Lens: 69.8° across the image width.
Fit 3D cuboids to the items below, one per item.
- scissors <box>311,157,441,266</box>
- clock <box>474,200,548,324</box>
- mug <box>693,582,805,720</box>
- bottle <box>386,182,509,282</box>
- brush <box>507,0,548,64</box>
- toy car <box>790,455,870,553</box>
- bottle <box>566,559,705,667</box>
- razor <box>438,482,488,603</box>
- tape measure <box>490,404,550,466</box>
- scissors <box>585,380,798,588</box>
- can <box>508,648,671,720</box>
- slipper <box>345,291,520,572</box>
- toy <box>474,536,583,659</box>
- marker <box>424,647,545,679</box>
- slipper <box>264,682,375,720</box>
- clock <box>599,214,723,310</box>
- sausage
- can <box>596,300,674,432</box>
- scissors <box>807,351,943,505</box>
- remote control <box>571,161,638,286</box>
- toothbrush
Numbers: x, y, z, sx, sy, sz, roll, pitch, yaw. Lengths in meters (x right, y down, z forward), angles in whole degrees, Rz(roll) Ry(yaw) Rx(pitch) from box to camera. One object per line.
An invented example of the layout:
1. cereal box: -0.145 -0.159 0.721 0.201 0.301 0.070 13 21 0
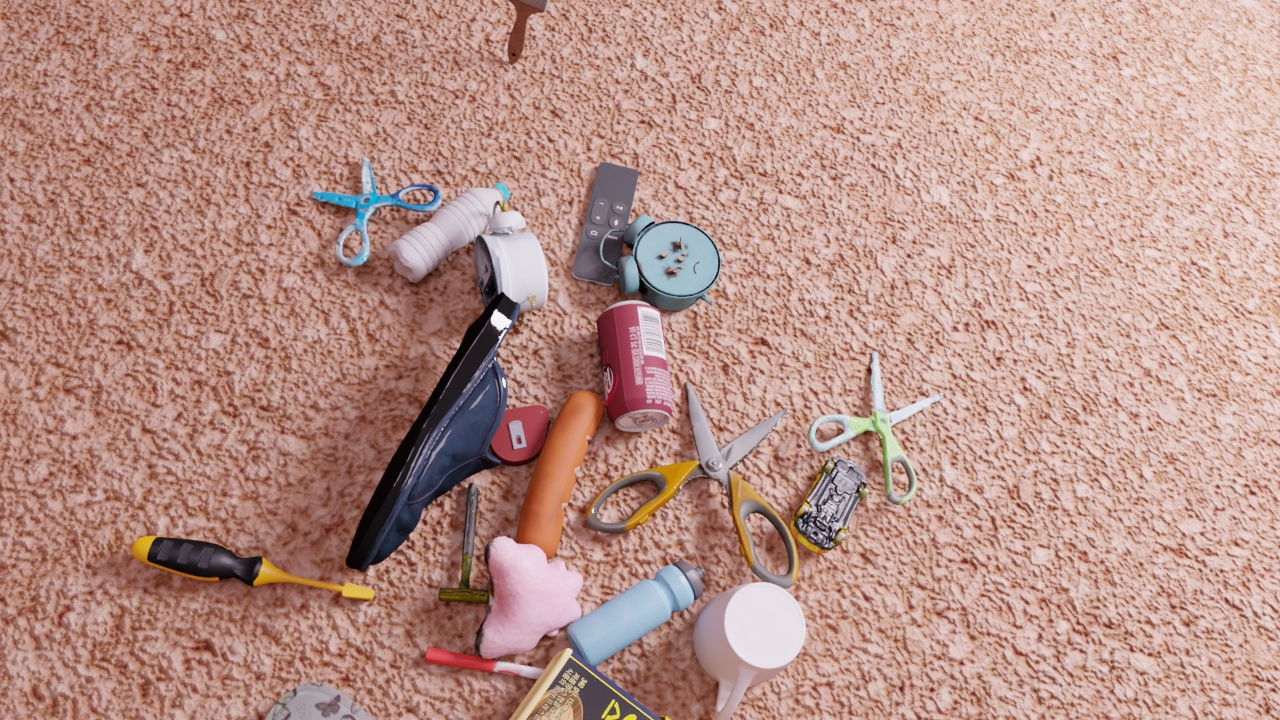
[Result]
1. scissors: -0.260 -0.153 0.912 0.140 0.011 0.134 -11 60 -1
2. clock: -0.129 -0.096 0.879 0.057 0.083 0.117 -11 79 -20
3. mug: 0.087 0.242 0.760 0.081 0.088 0.114 21 64 1
4. bottle: -0.185 -0.132 0.908 0.044 0.044 0.136 43 67 11
5. brush: -0.126 -0.360 0.966 0.045 0.143 0.008 18 65 -10
6. toy car: 0.177 0.133 0.855 0.049 0.030 0.106 36 52 8
7. bottle: 0.001 0.213 0.786 0.129 0.040 0.040 -27 73 -20
8. razor: -0.149 0.157 0.798 0.042 0.026 0.105 3 61 -6
9. tape measure: -0.109 0.069 0.844 0.059 0.019 0.051 -10 68 -13
10. scissors: 0.066 0.119 0.837 0.225 0.016 0.230 -31 62 -18
11. can: -0.056 0.307 0.708 0.104 0.075 0.135 37 67 2
12. slipper: -0.155 0.071 0.790 0.083 0.109 0.265 34 71 -16
13. toy: -0.092 0.197 0.767 0.093 0.050 0.102 3 95 -31
14. marker: -0.108 0.257 0.764 0.142 0.013 0.012 11 65 -4
15. slipper: -0.179 0.345 0.691 0.269 0.055 0.098 42 64 12
16. clock: 0.019 -0.097 0.922 0.124 0.053 0.089 16 63 -2
17. sausage: -0.073 0.099 0.824 0.044 0.039 0.164 39 58 -35
18. can: -0.005 0.005 0.864 0.063 0.063 0.114 -3 65 -11
19. scissors: 0.230 0.059 0.896 0.165 0.024 0.171 6 54 -7
20. remote control: -0.036 -0.144 0.958 0.045 0.008 0.146 13 65 -3
21. toothbrush: -0.318 0.174 0.758 0.196 0.031 0.031 13 60 -6
